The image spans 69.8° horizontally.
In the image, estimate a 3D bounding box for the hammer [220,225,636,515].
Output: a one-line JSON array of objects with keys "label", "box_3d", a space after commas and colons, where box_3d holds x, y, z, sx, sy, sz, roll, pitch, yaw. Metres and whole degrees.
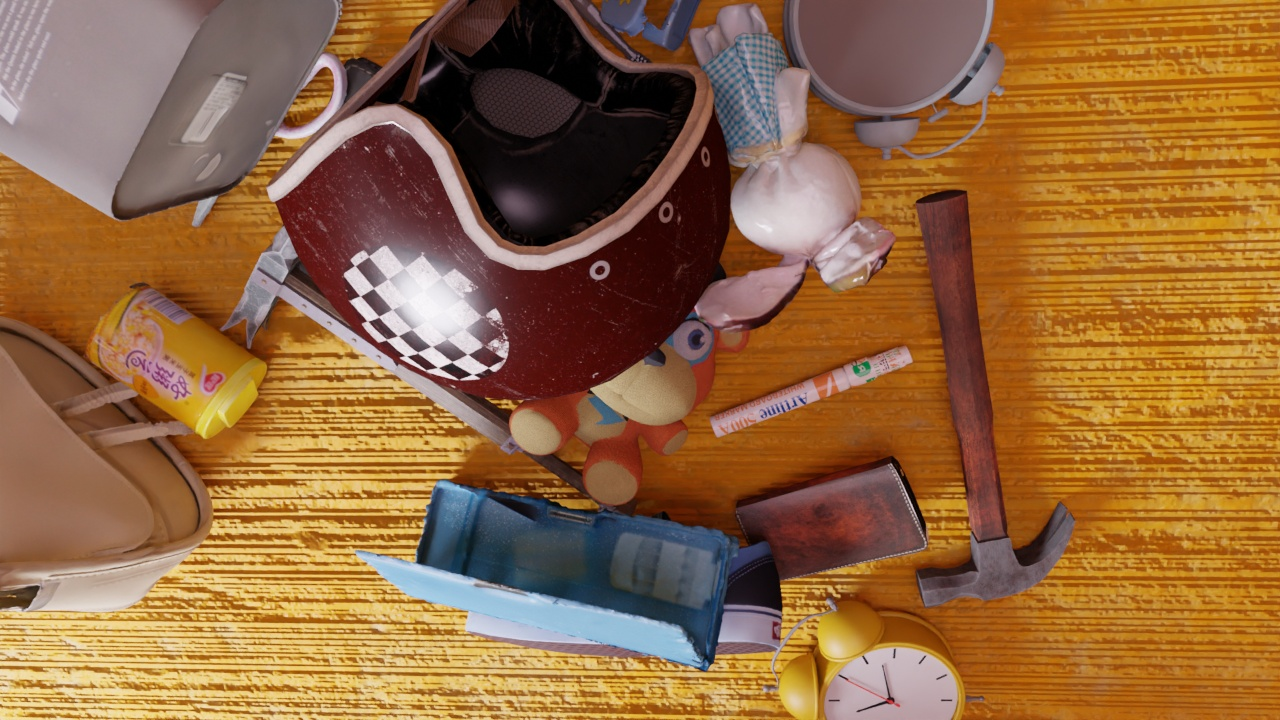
[{"label": "hammer", "box_3d": [-0.130, 0.022, 0.647, 0.317, 0.028, 0.147, 36, 130, -12]}]

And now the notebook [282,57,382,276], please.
[{"label": "notebook", "box_3d": [-0.132, -0.088, 0.630, 0.209, 0.029, 0.170, 27, 108, -6]}]

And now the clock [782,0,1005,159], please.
[{"label": "clock", "box_3d": [0.156, -0.201, 0.561, 0.123, 0.045, 0.159, -29, 102, 13]}]

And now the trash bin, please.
[{"label": "trash bin", "box_3d": [-0.318, -0.211, 0.511, 0.220, 0.197, 0.198, 38, 110, -6]}]

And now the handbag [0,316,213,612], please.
[{"label": "handbag", "box_3d": [-0.408, 0.057, 0.626, 0.132, 0.184, 0.229, -41, 84, 12]}]

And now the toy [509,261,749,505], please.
[{"label": "toy", "box_3d": [-0.003, 0.004, 0.614, 0.112, 0.096, 0.176, 34, 80, -5]}]

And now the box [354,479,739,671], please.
[{"label": "box", "box_3d": [-0.063, 0.134, 0.608, 0.232, 0.110, 0.094, 8, 75, 20]}]

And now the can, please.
[{"label": "can", "box_3d": [-0.327, 0.001, 0.651, 0.105, 0.067, 0.068, 36, 106, -6]}]

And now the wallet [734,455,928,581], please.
[{"label": "wallet", "box_3d": [0.136, 0.116, 0.659, 0.123, 0.019, 0.072, -20, 105, 25]}]

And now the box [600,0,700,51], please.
[{"label": "box", "box_3d": [0.031, -0.291, 0.532, 0.064, 0.069, 0.210, 25, 107, 4]}]

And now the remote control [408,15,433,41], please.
[{"label": "remote control", "box_3d": [-0.093, -0.183, 0.596, 0.124, 0.009, 0.046, 27, 83, -4]}]

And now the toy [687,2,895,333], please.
[{"label": "toy", "box_3d": [0.081, -0.125, 0.576, 0.131, 0.105, 0.205, -23, 80, 30]}]

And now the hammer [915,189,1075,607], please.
[{"label": "hammer", "box_3d": [0.228, 0.031, 0.632, 0.111, 0.028, 0.301, -12, 108, 8]}]

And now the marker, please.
[{"label": "marker", "box_3d": [0.119, 0.022, 0.648, 0.146, 0.017, 0.017, -22, 104, 11]}]

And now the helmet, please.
[{"label": "helmet", "box_3d": [-0.069, -0.109, 0.491, 0.234, 0.232, 0.253, -28, 119, 33]}]

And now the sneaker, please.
[{"label": "sneaker", "box_3d": [-0.013, 0.168, 0.689, 0.242, 0.083, 0.098, -7, 63, 18]}]

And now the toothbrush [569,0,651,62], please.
[{"label": "toothbrush", "box_3d": [-0.042, -0.232, 0.585, 0.167, 0.013, 0.013, 44, 105, -7]}]

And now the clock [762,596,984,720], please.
[{"label": "clock", "box_3d": [0.174, 0.243, 0.696, 0.152, 0.052, 0.114, 28, 107, -8]}]

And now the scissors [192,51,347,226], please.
[{"label": "scissors", "box_3d": [-0.258, -0.147, 0.616, 0.108, 0.016, 0.179, 37, 108, 9]}]
